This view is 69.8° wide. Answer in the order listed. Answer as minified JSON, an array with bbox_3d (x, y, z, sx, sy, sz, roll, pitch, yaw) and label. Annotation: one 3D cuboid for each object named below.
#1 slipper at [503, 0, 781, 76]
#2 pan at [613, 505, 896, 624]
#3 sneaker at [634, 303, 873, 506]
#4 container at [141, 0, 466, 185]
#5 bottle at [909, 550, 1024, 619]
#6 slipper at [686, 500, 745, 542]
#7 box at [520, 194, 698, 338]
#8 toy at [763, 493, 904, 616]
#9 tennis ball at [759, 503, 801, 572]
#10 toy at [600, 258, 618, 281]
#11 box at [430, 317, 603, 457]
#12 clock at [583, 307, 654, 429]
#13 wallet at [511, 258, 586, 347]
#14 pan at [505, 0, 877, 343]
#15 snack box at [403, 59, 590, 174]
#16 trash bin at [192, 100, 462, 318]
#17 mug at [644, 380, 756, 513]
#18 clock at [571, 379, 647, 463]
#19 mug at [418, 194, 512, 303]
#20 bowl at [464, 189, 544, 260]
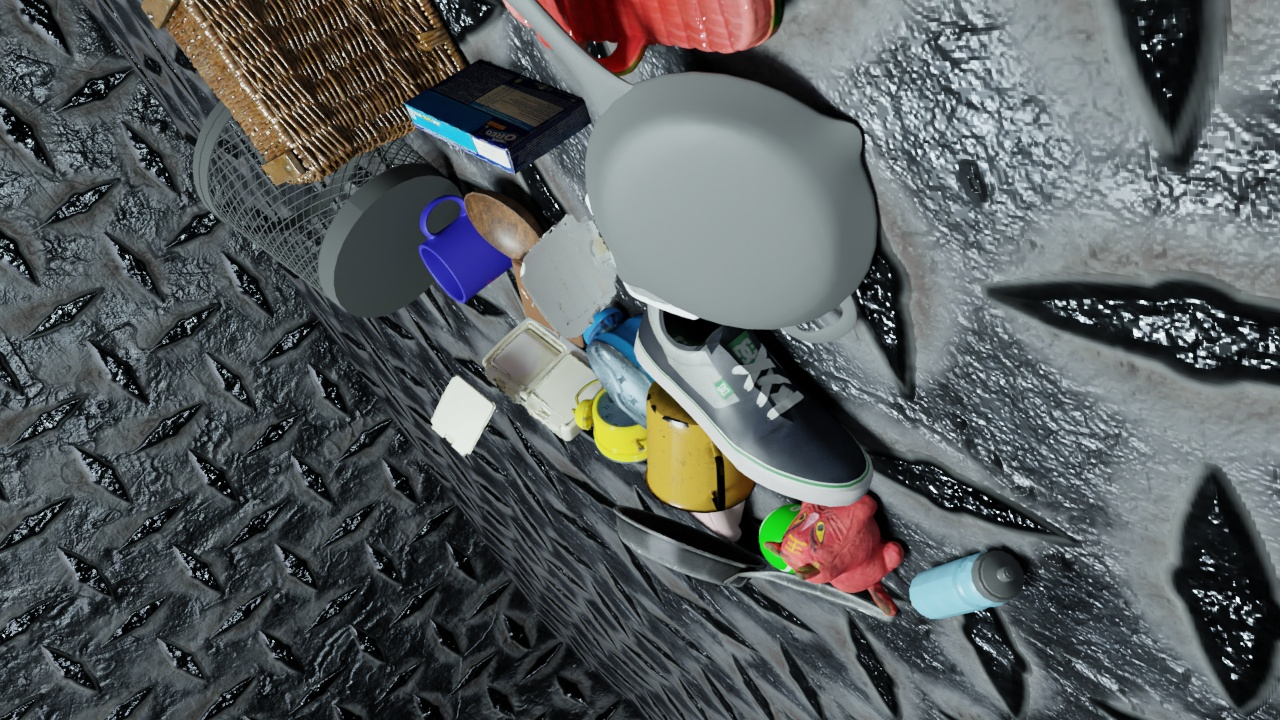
[{"bbox_3d":[-0.026,-0.223,0.552,0.249,0.059,0.103,26,150,45],"label":"slipper"},{"bbox_3d":[0.113,0.226,1.003,0.357,0.055,0.187,19,177,44],"label":"pan"},{"bbox_3d":[0.087,0.020,0.725,0.235,0.084,0.079,40,145,25],"label":"sneaker"},{"bbox_3d":[-0.298,-0.286,0.814,0.162,0.182,0.250,11,138,56],"label":"container"},{"bbox_3d":[0.251,0.173,0.705,0.040,0.040,0.130,46,159,10],"label":"bottle"},{"bbox_3d":[0.065,0.133,0.990,0.107,0.055,0.222,36,166,27],"label":"slipper"},{"bbox_3d":[-0.018,-0.072,0.692,0.121,0.136,0.109,24,146,47],"label":"box"},{"bbox_3d":[0.172,0.179,0.803,0.133,0.094,0.088,55,159,-19],"label":"toy"},{"bbox_3d":[0.146,0.170,0.877,0.065,0.065,0.065,42,158,20],"label":"tennis ball"},{"bbox_3d":[-0.045,-0.093,0.859,0.112,0.030,0.049,15,156,48],"label":"toy"},{"bbox_3d":[-0.133,0.038,1.041,0.143,0.186,0.070,35,155,17],"label":"box"},{"bbox_3d":[-0.005,0.005,0.911,0.161,0.060,0.117,30,153,46],"label":"clock"},{"bbox_3d":[-0.100,-0.063,1.021,0.087,0.013,0.121,30,159,13],"label":"wallet"},{"bbox_3d":[0.006,-0.128,0.558,0.354,0.024,0.217,44,140,-16],"label":"pan"},{"bbox_3d":[-0.119,-0.201,0.747,0.150,0.082,0.027,32,153,39],"label":"snack box"},{"bbox_3d":[-0.352,-0.190,1.069,0.227,0.217,0.218,37,157,19],"label":"trash bin"},{"bbox_3d":[0.056,0.072,0.801,0.123,0.100,0.094,-109,15,-57],"label":"mug"},{"bbox_3d":[-0.022,0.060,1.006,0.119,0.083,0.057,32,148,33],"label":"clock"},{"bbox_3d":[-0.197,-0.133,1.023,0.079,0.083,0.111,17,142,56],"label":"mug"},{"bbox_3d":[-0.133,-0.142,0.949,0.102,0.026,0.114,31,160,10],"label":"bowl"}]
